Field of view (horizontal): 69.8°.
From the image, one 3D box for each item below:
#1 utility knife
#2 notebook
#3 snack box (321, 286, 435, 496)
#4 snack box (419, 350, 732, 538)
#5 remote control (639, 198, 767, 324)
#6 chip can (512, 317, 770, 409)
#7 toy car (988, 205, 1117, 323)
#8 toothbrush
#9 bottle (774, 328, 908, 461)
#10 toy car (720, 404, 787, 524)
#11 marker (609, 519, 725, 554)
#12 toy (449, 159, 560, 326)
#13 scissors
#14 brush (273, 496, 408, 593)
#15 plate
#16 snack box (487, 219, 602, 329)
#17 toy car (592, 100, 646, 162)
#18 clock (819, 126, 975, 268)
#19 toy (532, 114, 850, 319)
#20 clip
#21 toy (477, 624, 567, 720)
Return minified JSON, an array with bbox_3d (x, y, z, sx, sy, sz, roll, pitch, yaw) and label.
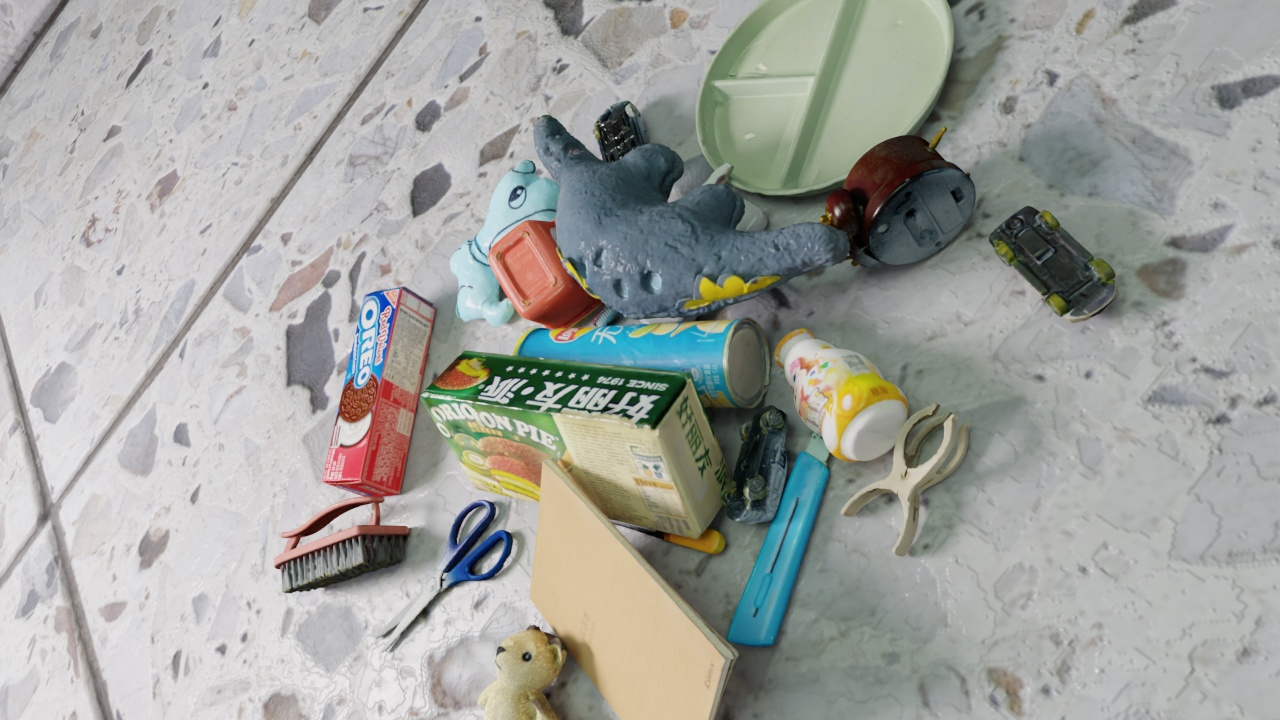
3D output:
[{"bbox_3d":[0.103,0.126,0.649,0.034,0.018,0.160,13,75,39],"label":"utility knife"},{"bbox_3d":[-0.018,0.187,0.654,0.211,0.012,0.150,41,133,40],"label":"notebook"},{"bbox_3d":[-0.260,0.030,0.924,0.057,0.058,0.207,-6,65,30],"label":"snack box"},{"bbox_3d":[-0.054,0.061,0.718,0.241,0.114,0.063,5,42,37],"label":"snack box"},{"bbox_3d":[0.051,-0.079,0.779,0.056,0.020,0.136,38,93,39],"label":"remote control"},{"bbox_3d":[-0.004,0.004,0.745,0.211,0.071,0.071,-2,68,35],"label":"chip can"},{"bbox_3d":[0.273,-0.062,0.605,0.042,0.035,0.090,-41,52,14],"label":"toy car"},{"bbox_3d":[0.019,-0.095,0.796,0.188,0.016,0.017,-49,58,18],"label":"toothbrush"},{"bbox_3d":[0.137,0.021,0.645,0.063,0.063,0.108,-45,43,9],"label":"bottle"},{"bbox_3d":[0.087,0.076,0.668,0.043,0.034,0.090,135,154,-62],"label":"toy car"},{"bbox_3d":[0.014,0.129,0.713,0.124,0.015,0.018,8,72,40],"label":"marker"},{"bbox_3d":[-0.128,-0.117,0.905,0.157,0.049,0.161,-18,70,26],"label":"toy"},{"bbox_3d":[-0.173,0.203,0.812,0.126,0.012,0.173,16,80,39],"label":"scissors"},{"bbox_3d":[-0.294,0.176,0.877,0.146,0.063,0.069,-22,69,27],"label":"brush"},{"bbox_3d":[0.151,-0.237,0.777,0.231,0.027,0.229,-15,62,30],"label":"plate"},{"bbox_3d":[-0.083,-0.079,0.819,0.082,0.080,0.091,-36,78,16],"label":"snack box"},{"bbox_3d":[-0.014,-0.201,0.874,0.049,0.031,0.105,-28,57,21],"label":"toy car"},{"bbox_3d":[0.180,-0.109,0.662,0.122,0.082,0.055,-36,48,15],"label":"clock"},{"bbox_3d":[0.003,-0.107,0.740,0.356,0.091,0.138,36,99,40],"label":"toy"},{"bbox_3d":[0.180,0.077,0.608,0.070,0.034,0.100,39,98,39],"label":"clip"},{"bbox_3d":[-0.105,0.278,0.692,0.105,0.066,0.157,1,62,54],"label":"toy"}]
